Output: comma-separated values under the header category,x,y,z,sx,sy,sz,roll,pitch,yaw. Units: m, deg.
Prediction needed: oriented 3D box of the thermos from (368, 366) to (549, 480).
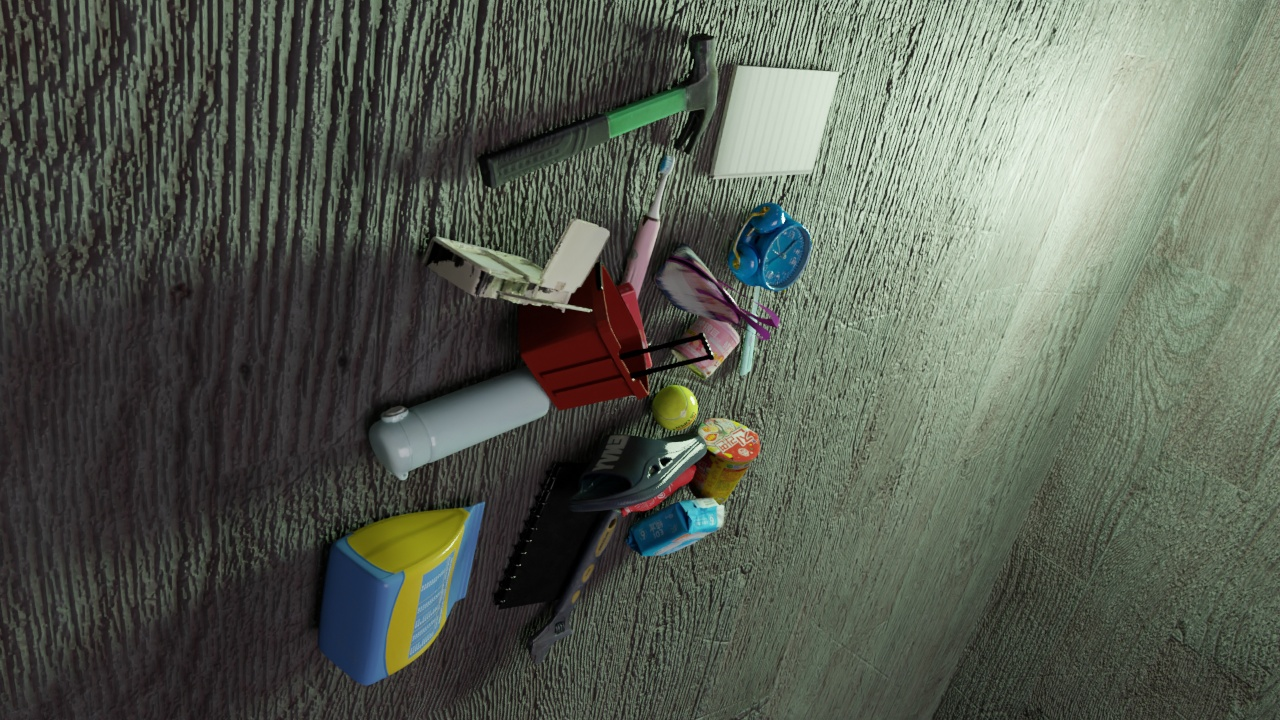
category,x,y,z,sx,sy,sz,roll,pitch,yaw
thermos,-0.204,0.067,1.042,0.206,0.065,0.078,-21,117,-36

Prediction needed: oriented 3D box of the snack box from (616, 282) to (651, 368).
category,x,y,z,sx,sy,sz,roll,pitch,yaw
snack box,-0.040,-0.030,1.155,0.089,0.021,0.133,-18,134,-5

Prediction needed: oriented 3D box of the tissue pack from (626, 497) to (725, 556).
category,x,y,z,sx,sy,sz,roll,pitch,yaw
tissue pack,0.055,0.262,1.429,0.092,0.061,0.145,1,153,-48

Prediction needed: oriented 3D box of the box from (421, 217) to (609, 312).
category,x,y,z,sx,sy,sz,roll,pitch,yaw
box,-0.110,-0.102,0.936,0.144,0.187,0.101,5,97,-57

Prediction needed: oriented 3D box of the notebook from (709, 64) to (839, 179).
category,x,y,z,sx,sy,sz,roll,pitch,yaw
notebook,0.180,-0.315,1.218,0.209,0.009,0.143,-13,125,-41

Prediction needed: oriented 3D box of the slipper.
category,x,y,z,sx,sy,sz,roll,pitch,yaw
slipper,0.001,0.134,1.275,0.267,0.111,0.083,-25,105,-51

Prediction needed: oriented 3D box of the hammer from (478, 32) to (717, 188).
category,x,y,z,sx,sy,sz,roll,pitch,yaw
hammer,-0.037,-0.257,1.013,0.317,0.032,0.130,-29,135,-29

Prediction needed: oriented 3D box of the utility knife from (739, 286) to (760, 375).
category,x,y,z,sx,sy,sz,roll,pitch,yaw
utility knife,0.167,-0.049,1.398,0.022,0.015,0.159,-19,126,-36

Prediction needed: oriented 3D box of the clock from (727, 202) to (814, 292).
category,x,y,z,sx,sy,sz,roll,pitch,yaw
clock,0.176,-0.158,1.287,0.161,0.060,0.117,17,103,-50

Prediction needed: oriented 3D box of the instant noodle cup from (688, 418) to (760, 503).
category,x,y,z,sx,sy,sz,roll,pitch,yaw
instant noodle cup,0.122,0.165,1.447,0.100,0.100,0.113,-15,136,-40

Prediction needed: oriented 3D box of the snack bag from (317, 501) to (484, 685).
category,x,y,z,sx,sy,sz,roll,pitch,yaw
snack bag,-0.271,0.264,1.099,0.204,0.102,0.159,-20,131,-54

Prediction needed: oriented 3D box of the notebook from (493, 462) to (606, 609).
category,x,y,z,sx,sy,sz,roll,pitch,yaw
notebook,-0.109,0.249,1.315,0.169,0.019,0.232,7,112,-50

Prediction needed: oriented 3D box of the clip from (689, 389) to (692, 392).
category,x,y,z,sx,sy,sz,roll,pitch,yaw
clip,0.060,0.067,1.367,0.036,0.013,0.052,-2,120,-44

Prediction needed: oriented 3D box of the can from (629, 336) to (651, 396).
category,x,y,z,sx,sy,sz,roll,pitch,yaw
can,-0.007,0.007,1.235,0.031,0.031,0.081,-14,126,-41

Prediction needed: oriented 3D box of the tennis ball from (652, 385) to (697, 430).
category,x,y,z,sx,sy,sz,roll,pitch,yaw
tennis ball,0.049,0.068,1.312,0.065,0.065,0.065,-27,134,-32

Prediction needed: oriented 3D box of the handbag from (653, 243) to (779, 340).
category,x,y,z,sx,sy,sz,roll,pitch,yaw
handbag,0.107,-0.077,1.182,0.068,0.170,0.144,-52,142,-5

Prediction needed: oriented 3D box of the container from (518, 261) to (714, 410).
category,x,y,z,sx,sy,sz,roll,pitch,yaw
container,-0.026,-0.030,1.055,0.201,0.126,0.148,-18,136,11

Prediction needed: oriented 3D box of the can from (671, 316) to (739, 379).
category,x,y,z,sx,sy,sz,roll,pitch,yaw
can,0.092,-0.022,1.290,0.076,0.067,0.067,-49,142,-7

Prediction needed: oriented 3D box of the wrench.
category,x,y,z,sx,sy,sz,roll,pitch,yaw
wrench,-0.097,0.335,1.361,0.073,0.022,0.273,15,106,-47

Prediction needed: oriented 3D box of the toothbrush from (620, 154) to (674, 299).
category,x,y,z,sx,sy,sz,roll,pitch,yaw
toothbrush,0.004,-0.147,1.140,0.026,0.027,0.223,-9,123,-50

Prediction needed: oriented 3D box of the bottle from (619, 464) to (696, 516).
category,x,y,z,sx,sy,sz,roll,pitch,yaw
bottle,0.024,0.195,1.398,0.141,0.042,0.042,-31,136,-28
